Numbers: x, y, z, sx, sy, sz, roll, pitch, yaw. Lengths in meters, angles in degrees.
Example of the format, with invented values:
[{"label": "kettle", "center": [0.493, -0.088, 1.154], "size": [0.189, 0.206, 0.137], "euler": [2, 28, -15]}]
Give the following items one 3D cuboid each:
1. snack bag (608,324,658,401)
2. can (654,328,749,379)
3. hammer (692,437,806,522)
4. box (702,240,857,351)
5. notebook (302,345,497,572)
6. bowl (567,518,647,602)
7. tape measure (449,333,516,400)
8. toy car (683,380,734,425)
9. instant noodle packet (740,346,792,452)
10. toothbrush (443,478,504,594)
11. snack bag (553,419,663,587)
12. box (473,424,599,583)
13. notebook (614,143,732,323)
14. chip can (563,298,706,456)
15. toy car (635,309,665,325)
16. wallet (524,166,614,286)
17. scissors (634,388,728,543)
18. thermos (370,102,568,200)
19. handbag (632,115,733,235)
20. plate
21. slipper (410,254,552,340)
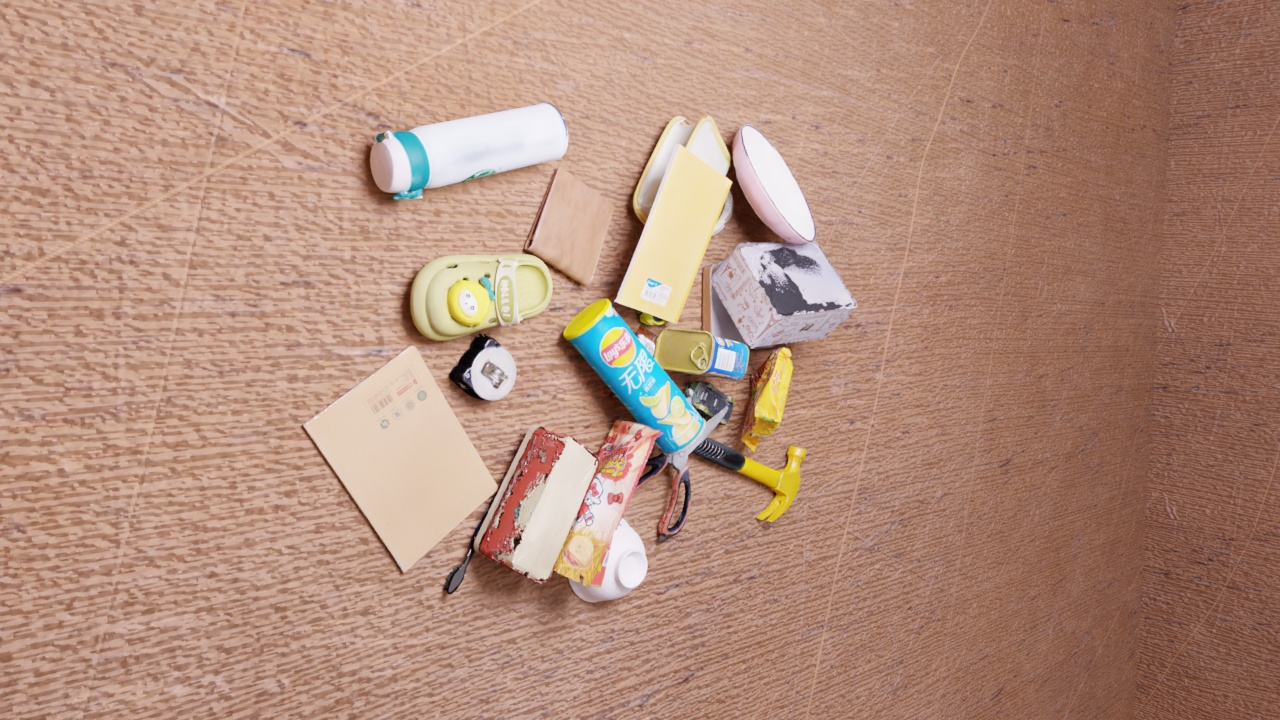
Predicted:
[{"label": "snack bag", "center": [-0.007, 0.007, 1.212], "size": [0.048, 0.026, 0.104], "euler": [32, 72, -47]}, {"label": "can", "center": [0.084, -0.007, 1.245], "size": [0.083, 0.102, 0.057], "euler": [12, 86, -45]}, {"label": "hammer", "center": [0.144, 0.152, 1.364], "size": [0.300, 0.033, 0.128], "euler": [28, 74, -41]}, {"label": "box", "center": [0.176, -0.079, 1.334], "size": [0.181, 0.167, 0.150], "euler": [-7, 58, -38]}, {"label": "notebook", "center": [-0.255, 0.108, 1.008], "size": [0.147, 0.008, 0.208], "euler": [-42, 121, -31]}, {"label": "bowl", "center": [-0.031, 0.263, 1.193], "size": [0.118, 0.065, 0.118], "euler": [-4, 97, -42]}, {"label": "tape measure", "center": [-0.176, 0.013, 1.054], "size": [0.066, 0.034, 0.065], "euler": [45, 67, -35]}, {"label": "toy car", "center": [0.099, 0.060, 1.309], "size": [0.091, 0.036, 0.043], "euler": [32, 72, -39]}, {"label": "instant noodle packet", "center": [0.182, 0.058, 1.332], "size": [0.044, 0.111, 0.128], "euler": [17, 60, -2]}, {"label": "toothbrush", "center": [-0.182, 0.188, 1.083], "size": [0.014, 0.016, 0.189], "euler": [38, 66, -29]}, {"label": "snack bag", "center": [-0.044, 0.173, 1.137], "size": [0.073, 0.129, 0.207], "euler": [27, 79, -21]}, {"label": "box", "center": [-0.115, 0.170, 1.085], "size": [0.091, 0.078, 0.168], "euler": [45, 63, -50]}, {"label": "notebook", "center": [0.046, -0.156, 1.174], "size": [0.145, 0.010, 0.206], "euler": [15, 97, -56]}, {"label": "chip can", "center": [-0.005, 0.023, 1.155], "size": [0.210, 0.071, 0.071], "euler": [50, 61, -19]}, {"label": "toy car", "center": [0.018, -0.099, 1.221], "size": [0.048, 0.032, 0.105], "euler": [-11, 100, -41]}, {"label": "wallet", "center": [-0.084, -0.164, 1.130], "size": [0.101, 0.020, 0.115], "euler": [31, 71, -39]}, {"label": "scissors", "center": [0.045, 0.147, 1.253], "size": [0.224, 0.015, 0.189], "euler": [-34, 121, -18]}, {"label": "thermos", "center": [-0.184, -0.228, 0.998], "size": [0.223, 0.073, 0.073], "euler": [-24, 110, -38]}, {"label": "handbag", "center": [0.069, -0.223, 1.246], "size": [0.179, 0.063, 0.163], "euler": [46, 64, -52]}, {"label": "plate", "center": [0.184, -0.244, 1.307], "size": [0.192, 0.039, 0.192], "euler": [41, 32, -34]}, {"label": "slipper", "center": [-0.164, -0.077, 1.025], "size": [0.190, 0.082, 0.091], "euler": [-16, 102, -43]}]
